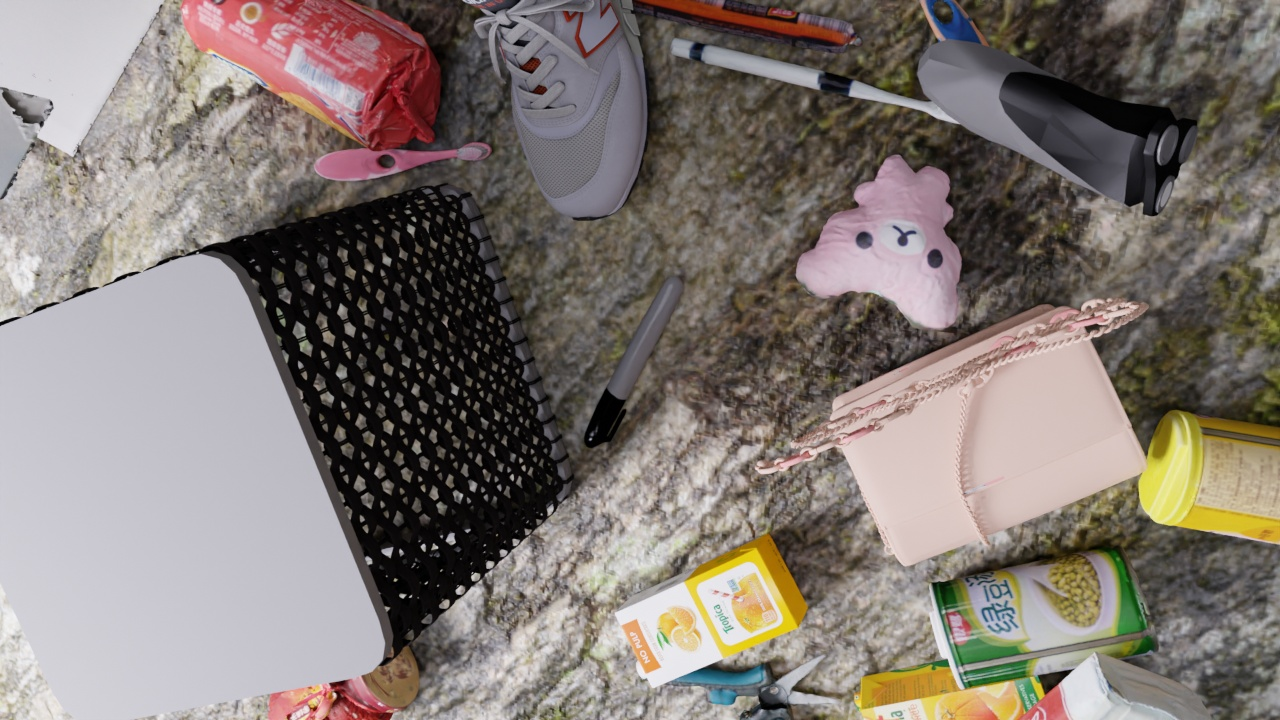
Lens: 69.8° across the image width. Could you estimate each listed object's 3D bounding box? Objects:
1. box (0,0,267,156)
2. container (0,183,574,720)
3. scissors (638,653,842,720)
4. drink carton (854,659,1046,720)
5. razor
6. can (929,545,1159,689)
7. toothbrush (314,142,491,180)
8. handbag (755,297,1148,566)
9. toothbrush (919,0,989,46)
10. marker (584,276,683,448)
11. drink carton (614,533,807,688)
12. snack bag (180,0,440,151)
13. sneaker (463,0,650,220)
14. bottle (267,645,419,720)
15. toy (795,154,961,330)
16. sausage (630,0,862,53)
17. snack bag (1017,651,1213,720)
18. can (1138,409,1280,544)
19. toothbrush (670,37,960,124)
[{"bbox_3d":[-0.441,-0.262,0.663,0.167,0.445,0.165,-45,80,19],"label":"box"},{"bbox_3d":[-0.221,0.047,0.572,0.248,0.243,0.245,-16,100,17],"label":"container"},{"bbox_3d":[0.071,0.261,0.672,0.148,0.019,0.118,3,104,12],"label":"scissors"},{"bbox_3d":[0.211,0.239,0.619,0.123,0.041,0.058,-19,99,19],"label":"drink carton"},{"bbox_3d":[0.228,-0.135,0.509,0.156,0.060,0.057,25,92,11],"label":"razor"},{"bbox_3d":[0.248,0.161,0.576,0.121,0.067,0.067,-18,99,17],"label":"can"},{"bbox_3d":[-0.167,-0.138,0.631,0.135,0.016,0.022,-2,110,15],"label":"toothbrush"},{"bbox_3d":[0.183,0.059,0.502,0.199,0.187,0.116,-26,89,14],"label":"handbag"},{"bbox_3d":[0.170,-0.208,0.529,0.022,0.017,0.135,-33,97,23],"label":"toothbrush"},{"bbox_3d":[-0.004,0.004,0.628,0.022,0.016,0.139,20,110,-24],"label":"marker"},{"bbox_3d":[0.046,0.176,0.640,0.123,0.040,0.058,-29,85,19],"label":"drink carton"},{"bbox_3d":[-0.210,-0.203,0.594,0.176,0.082,0.082,31,109,4],"label":"snack bag"},{"bbox_3d":[-0.062,-0.199,0.523,0.089,0.124,0.240,6,103,31],"label":"sneaker"},{"bbox_3d":[-0.241,0.261,0.712,0.111,0.098,0.099,-34,94,15],"label":"bottle"},{"bbox_3d":[0.152,-0.074,0.549,0.099,0.052,0.096,18,95,6],"label":"toy"},{"bbox_3d":[0.057,-0.207,0.554,0.155,0.020,0.020,15,107,10],"label":"sausage"},{"bbox_3d":[0.248,0.269,0.576,0.077,0.041,0.226,22,121,-8],"label":"snack bag"},{"bbox_3d":[0.352,0.069,0.525,0.105,0.067,0.068,10,106,11],"label":"can"},{"bbox_3d":[0.107,-0.171,0.552,0.187,0.017,0.012,16,76,10],"label":"toothbrush"}]
